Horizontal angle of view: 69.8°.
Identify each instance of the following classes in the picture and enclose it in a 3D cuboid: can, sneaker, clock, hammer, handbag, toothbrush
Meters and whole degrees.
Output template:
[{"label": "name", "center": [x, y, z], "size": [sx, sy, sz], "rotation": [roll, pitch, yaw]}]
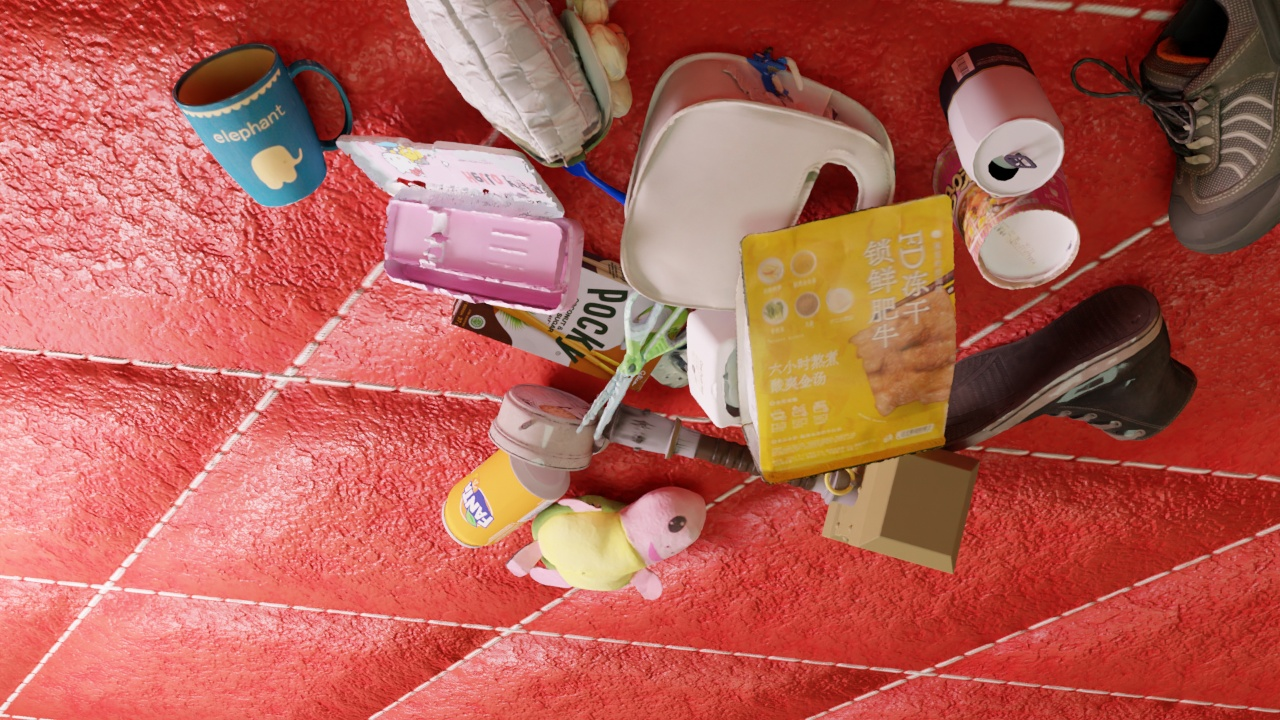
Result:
[{"label": "can", "center": [0.247, -0.164, 0.630], "size": [0.064, 0.127, 0.064], "rotation": [3, 133, 3]}, {"label": "sneaker", "center": [0.370, 0.037, 0.832], "size": [0.235, 0.095, 0.120], "rotation": [-36, 121, 24]}, {"label": "clock", "center": [-0.074, 0.061, 0.904], "size": [0.156, 0.103, 0.061], "rotation": [8, 107, -40]}, {"label": "hammer", "center": [0.123, 0.100, 0.868], "size": [0.325, 0.100, 0.190], "rotation": [16, 173, 2]}, {"label": "handbag", "center": [0.091, -0.130, 0.703], "size": [0.199, 0.092, 0.201], "rotation": [12, 131, -11]}, {"label": "handbag", "center": [-0.079, -0.227, 0.621], "size": [0.123, 0.112, 0.171], "rotation": [-35, 116, 1]}, {"label": "toothbrush", "center": [0.007, -0.124, 0.771], "size": [0.182, 0.018, 0.016], "rotation": [30, 124, -24]}, {"label": "sneaker", "center": [0.379, -0.173, 0.625], "size": [0.143, 0.100, 0.238], "rotation": [-3, 127, 3]}, {"label": "can", "center": [-0.146, 0.142, 0.985], "size": [0.079, 0.079, 0.143], "rotation": [35, 127, -24]}]

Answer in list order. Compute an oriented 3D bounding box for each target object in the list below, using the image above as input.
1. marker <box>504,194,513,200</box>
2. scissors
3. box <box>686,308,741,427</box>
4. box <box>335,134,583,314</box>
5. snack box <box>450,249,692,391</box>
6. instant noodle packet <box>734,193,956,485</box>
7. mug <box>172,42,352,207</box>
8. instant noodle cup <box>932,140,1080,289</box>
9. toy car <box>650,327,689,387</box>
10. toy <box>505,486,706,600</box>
[{"label": "marker", "center": [-0.085, -0.089, 0.810], "size": [0.017, 0.017, 0.146], "rotation": [-17, 129, 20]}, {"label": "scissors", "center": [-0.003, 0.009, 0.822], "size": [0.078, 0.032, 0.176], "rotation": [17, 121, -23]}, {"label": "box", "center": [0.101, 0.002, 0.804], "size": [0.102, 0.076, 0.107], "rotation": [-18, 136, -14]}, {"label": "box", "center": [-0.136, -0.114, 0.715], "size": [0.202, 0.073, 0.150], "rotation": [13, 128, 33]}, {"label": "snack box", "center": [-0.061, -0.047, 0.813], "size": [0.186, 0.031, 0.101], "rotation": [21, 123, -21]}, {"label": "instant noodle packet", "center": [0.161, -0.021, 0.728], "size": [0.163, 0.084, 0.222], "rotation": [-11, 128, -3]}, {"label": "mug", "center": [-0.280, -0.183, 0.710], "size": [0.112, 0.084, 0.104], "rotation": [-26, 137, -9]}, {"label": "instant noodle cup", "center": [0.278, -0.113, 0.687], "size": [0.098, 0.108, 0.098], "rotation": [3, 133, 3]}, {"label": "toy car", "center": [0.051, -0.006, 0.862], "size": [0.106, 0.033, 0.048], "rotation": [-33, 123, 32]}, {"label": "toy", "center": [-0.039, 0.201, 1.024], "size": [0.239, 0.087, 0.190], "rotation": [-24, 120, 22]}]
